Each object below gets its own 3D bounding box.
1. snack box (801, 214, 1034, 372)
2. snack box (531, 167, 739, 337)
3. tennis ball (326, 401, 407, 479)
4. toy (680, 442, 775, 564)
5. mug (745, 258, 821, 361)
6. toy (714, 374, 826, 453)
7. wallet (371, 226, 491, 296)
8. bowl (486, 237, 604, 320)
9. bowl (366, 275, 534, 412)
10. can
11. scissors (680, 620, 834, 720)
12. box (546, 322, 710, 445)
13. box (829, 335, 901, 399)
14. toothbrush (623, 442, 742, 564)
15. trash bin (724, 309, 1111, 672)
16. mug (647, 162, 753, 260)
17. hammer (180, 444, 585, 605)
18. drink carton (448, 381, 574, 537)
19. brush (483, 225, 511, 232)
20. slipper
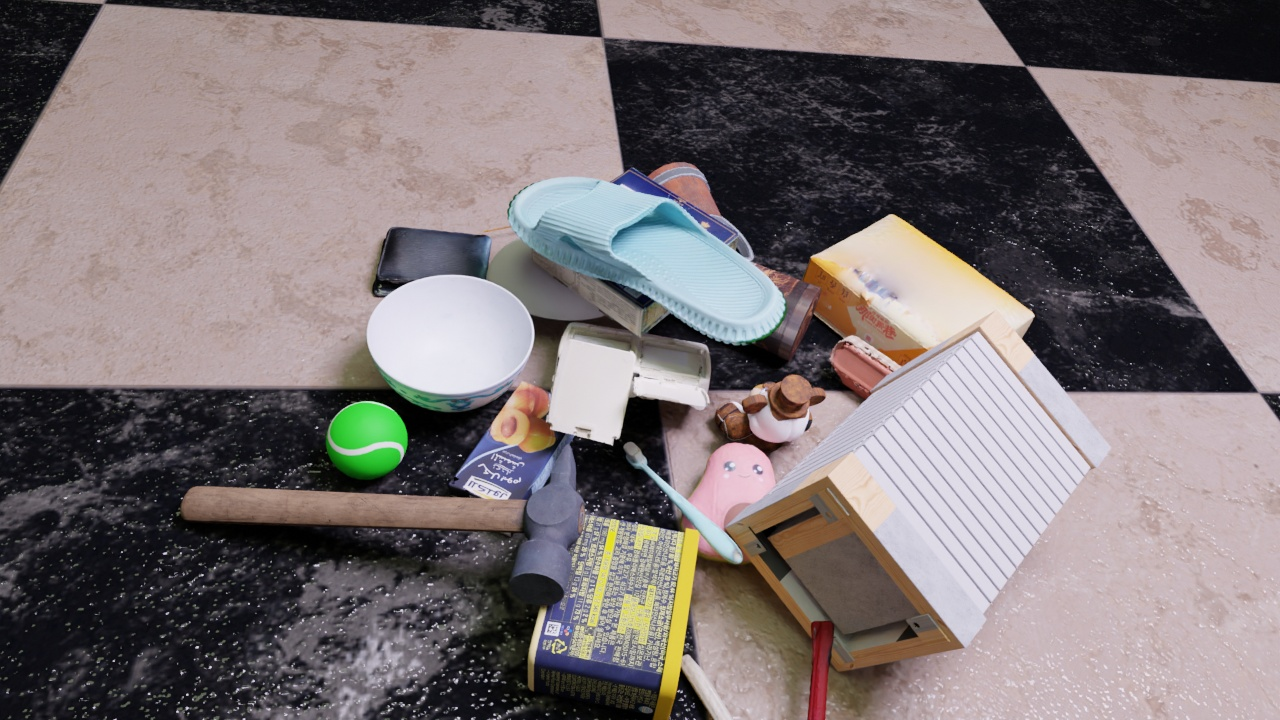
[{"bbox_3d":[0.287,-0.061,0.961,0.144,0.081,0.195,-29,59,-32],"label":"snack box"},{"bbox_3d":[-0.005,-0.109,0.885,0.144,0.043,0.144,36,56,24],"label":"snack box"},{"bbox_3d":[-0.228,0.067,0.765,0.065,0.065,0.065,5,48,-6],"label":"tennis ball"},{"bbox_3d":[0.079,0.120,0.780,0.090,0.051,0.109,6,51,0],"label":"toy"},{"bbox_3d":[0.123,-0.061,0.946,0.107,0.080,0.115,24,20,14],"label":"mug"},{"bbox_3d":[0.118,0.046,0.818,0.087,0.113,0.067,-6,61,-16],"label":"toy"},{"bbox_3d":[-0.214,-0.102,0.949,0.115,0.026,0.089,3,46,-7],"label":"wallet"},{"bbox_3d":[-0.081,-0.098,0.934,0.149,0.043,0.149,7,34,-5],"label":"bowl"},{"bbox_3d":[-0.170,-0.001,0.831,0.144,0.074,0.143,5,48,-6],"label":"bowl"},{"bbox_3d":[-0.019,0.188,0.688,0.104,0.075,0.135,10,47,3],"label":"can"},{"bbox_3d":[0.094,0.271,0.650,0.179,0.015,0.198,17,67,30],"label":"scissors"},{"bbox_3d":[-0.005,0.004,0.818,0.143,0.080,0.180,8,23,-2],"label":"box"},{"bbox_3d":[0.268,0.040,0.887,0.187,0.057,0.067,38,20,21],"label":"box"},{"bbox_3d":[0.031,0.115,0.755,0.016,0.016,0.180,-30,35,-15],"label":"toothbrush"},{"bbox_3d":[0.221,0.101,0.729,0.246,0.143,0.142,-36,85,-34],"label":"trash bin"},{"bbox_3d":[0.066,-0.148,1.014,0.117,0.082,0.111,6,46,-38],"label":"mug"},{"bbox_3d":[-0.201,0.115,0.703,0.322,0.040,0.129,0,41,10],"label":"hammer"},{"bbox_3d":[-0.106,0.083,0.789,0.064,0.040,0.129,22,48,10],"label":"drink carton"},{"bbox_3d":[-0.108,-0.150,1.016,0.126,0.017,0.048,-14,52,-22],"label":"brush"},{"bbox_3d":[0.007,-0.105,0.812,0.276,0.070,0.115,31,52,17],"label":"slipper"}]
